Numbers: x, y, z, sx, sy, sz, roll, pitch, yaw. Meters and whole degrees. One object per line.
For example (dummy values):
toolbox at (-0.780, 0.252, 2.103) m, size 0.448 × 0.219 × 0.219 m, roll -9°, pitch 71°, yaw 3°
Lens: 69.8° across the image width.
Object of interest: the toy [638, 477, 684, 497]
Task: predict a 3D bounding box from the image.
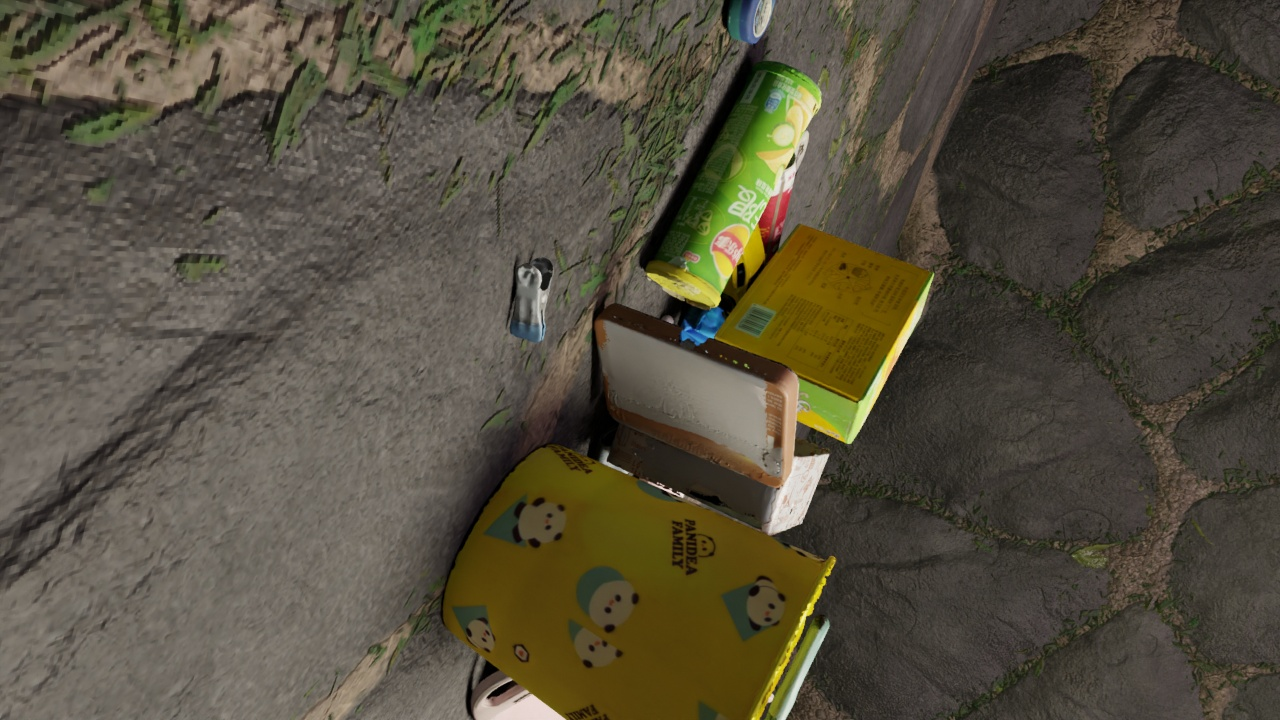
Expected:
toy at (0.027, 0.146, 1.130) m, size 0.121 × 0.054 × 0.159 m, roll -18°, pitch 124°, yaw -64°

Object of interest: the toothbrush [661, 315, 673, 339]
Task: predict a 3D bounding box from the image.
toothbrush at (0.031, 0.008, 0.989) m, size 0.189 × 0.029 × 0.021 m, roll 84°, pitch -5°, yaw -58°

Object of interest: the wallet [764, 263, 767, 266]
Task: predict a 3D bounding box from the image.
wallet at (0.132, -0.067, 1.079) m, size 0.096 × 0.020 × 0.122 m, roll -87°, pitch 180°, yaw -80°

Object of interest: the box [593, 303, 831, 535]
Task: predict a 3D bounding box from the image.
box at (0.059, 0.063, 0.815) m, size 0.124 × 0.179 × 0.274 m, roll -61°, pitch 155°, yaw -15°

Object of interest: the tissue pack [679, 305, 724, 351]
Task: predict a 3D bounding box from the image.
tissue pack at (0.084, -0.028, 1.036) m, size 0.094 × 0.052 × 0.157 m, roll -55°, pitch 161°, yaw -28°

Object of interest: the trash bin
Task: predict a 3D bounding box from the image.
trash bin at (-0.004, 0.205, 0.755) m, size 0.229 × 0.255 × 0.230 m, roll -54°, pitch 161°, yaw -29°

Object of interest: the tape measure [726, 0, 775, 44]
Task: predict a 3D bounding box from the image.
tape measure at (0.086, -0.279, 0.718) m, size 0.054 × 0.025 × 0.058 m, roll -29°, pitch 138°, yaw -60°

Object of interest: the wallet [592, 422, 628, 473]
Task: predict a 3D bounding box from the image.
wallet at (-0.013, 0.090, 0.948) m, size 0.120 × 0.019 × 0.097 m, roll -35°, pitch 154°, yaw -43°

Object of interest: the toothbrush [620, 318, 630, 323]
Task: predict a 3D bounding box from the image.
toothbrush at (-0.005, 0.005, 0.886) m, size 0.012 × 0.017 × 0.186 m, roll -55°, pitch 160°, yaw -19°

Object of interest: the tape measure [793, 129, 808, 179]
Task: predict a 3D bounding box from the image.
tape measure at (0.156, -0.224, 0.998) m, size 0.065 × 0.033 × 0.066 m, roll -42°, pitch 154°, yaw -55°

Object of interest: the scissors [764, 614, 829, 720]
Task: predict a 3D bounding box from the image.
scissors at (0.120, 0.279, 0.760) m, size 0.179 × 0.019 × 0.172 m, roll -63°, pitch 162°, yaw 0°

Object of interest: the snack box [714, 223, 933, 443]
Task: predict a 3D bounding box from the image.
snack box at (0.186, -0.034, 0.935) m, size 0.209 × 0.158 × 0.070 m, roll -51°, pitch 156°, yaw -36°

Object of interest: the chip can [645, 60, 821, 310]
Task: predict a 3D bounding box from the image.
chip can at (0.084, -0.157, 0.811) m, size 0.221 × 0.072 × 0.072 m, roll -63°, pitch 163°, yaw -5°

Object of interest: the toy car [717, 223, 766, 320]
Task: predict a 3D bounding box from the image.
toy car at (0.101, -0.108, 0.939) m, size 0.071 × 0.041 × 0.156 m, roll -51°, pitch 141°, yaw -36°

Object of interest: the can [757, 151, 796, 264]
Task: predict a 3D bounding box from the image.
can at (0.128, -0.164, 0.966) m, size 0.053 × 0.053 × 0.133 m, roll -53°, pitch 160°, yaw -33°

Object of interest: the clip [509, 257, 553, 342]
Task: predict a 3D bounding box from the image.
clip at (-0.071, -0.039, 0.600) m, size 0.029 × 0.025 × 0.057 m, roll -41°, pitch 148°, yaw -61°

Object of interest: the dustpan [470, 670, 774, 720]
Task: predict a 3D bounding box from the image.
dustpan at (-0.034, 0.362, 0.943) m, size 0.223 × 0.273 × 0.138 m, roll -41°, pitch -168°, yaw 29°
